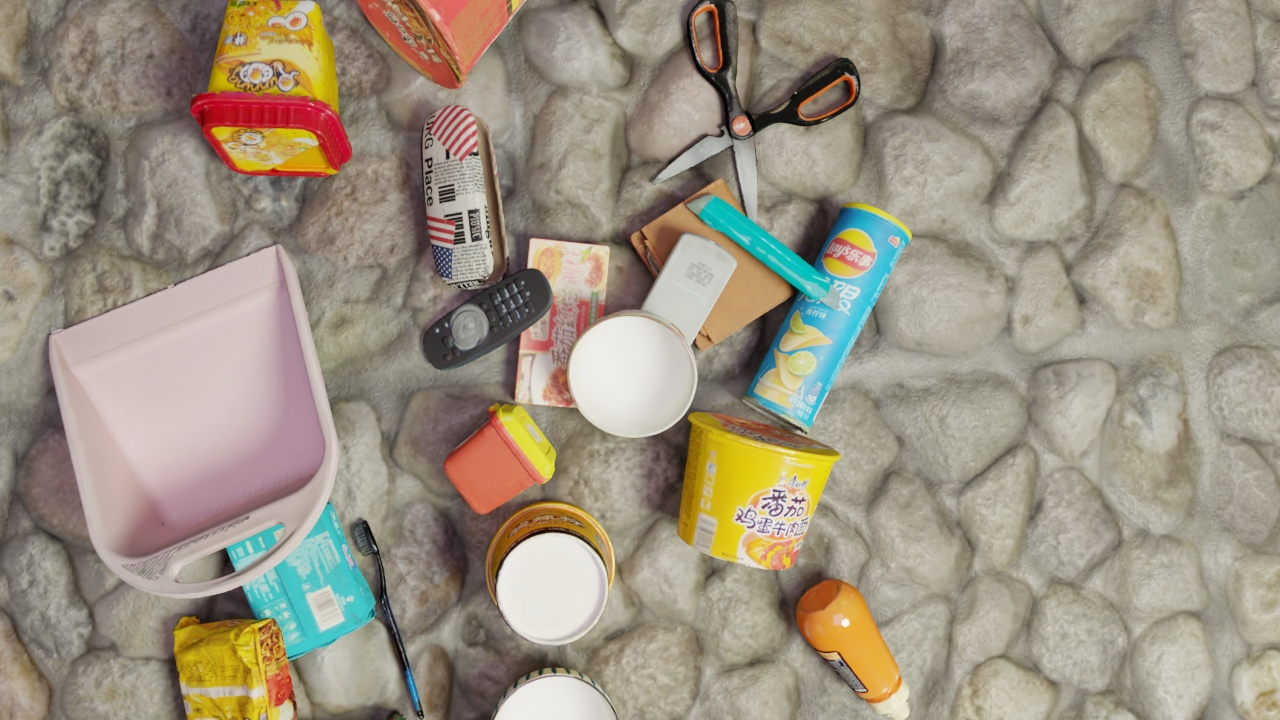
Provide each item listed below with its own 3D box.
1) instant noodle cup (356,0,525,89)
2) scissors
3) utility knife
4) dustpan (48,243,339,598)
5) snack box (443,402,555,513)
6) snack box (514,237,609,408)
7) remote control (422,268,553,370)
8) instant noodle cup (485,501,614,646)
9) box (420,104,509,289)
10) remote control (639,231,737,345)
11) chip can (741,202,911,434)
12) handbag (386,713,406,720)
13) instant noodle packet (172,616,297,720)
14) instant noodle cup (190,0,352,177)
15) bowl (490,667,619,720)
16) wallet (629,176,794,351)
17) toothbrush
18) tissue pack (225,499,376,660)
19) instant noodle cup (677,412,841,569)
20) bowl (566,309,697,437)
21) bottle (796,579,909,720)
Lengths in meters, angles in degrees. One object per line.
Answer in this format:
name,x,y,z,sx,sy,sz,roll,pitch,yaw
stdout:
instant noodle cup,-0.170,-0.325,0.801,0.138,0.138,0.108,42,75,-4
scissors,0.103,-0.243,0.877,0.233,0.022,0.221,-25,93,-5
utility knife,0.114,-0.099,0.830,0.166,0.013,0.029,39,85,9
dustpan,-0.364,0.047,0.759,0.222,0.139,0.273,-26,92,-6
snack box,-0.126,0.086,0.811,0.080,0.091,0.082,-36,93,1
snack box,-0.073,-0.033,0.850,0.075,0.025,0.153,6,88,-7
remote control,-0.136,-0.036,0.831,0.137,0.024,0.053,-29,79,15
instant noodle cup,-0.078,0.188,0.799,0.118,0.114,0.118,0,88,-6
box,-0.163,-0.145,0.816,0.075,0.082,0.163,-6,92,0
remote control,0.030,-0.043,0.839,0.058,0.021,0.150,29,108,-3
chip can,0.173,-0.040,0.856,0.071,0.071,0.210,29,86,-5
handbag,-0.270,0.366,0.801,0.131,0.068,0.120,9,79,-5
instant noodle packet,-0.346,0.271,0.777,0.129,0.044,0.110,-10,87,32
instant noodle cup,-0.313,-0.236,0.792,0.116,0.116,0.123,0,77,-6
bowl,-0.078,0.329,0.819,0.116,0.066,0.116,0,88,-8
wallet,0.067,-0.089,0.863,0.108,0.031,0.132,-34,94,-2
toothbrush,-0.227,0.236,0.832,0.016,0.014,0.189,-16,91,-6
tissue pack,-0.298,0.188,0.806,0.093,0.050,0.133,-23,91,-4
instant noodle cup,0.098,0.116,0.817,0.138,0.138,0.110,13,95,-6
bowl,-0.005,0.005,0.813,0.113,0.062,0.113,2,109,6
bottle,0.207,0.277,0.859,0.066,0.067,0.149,-36,100,-6
